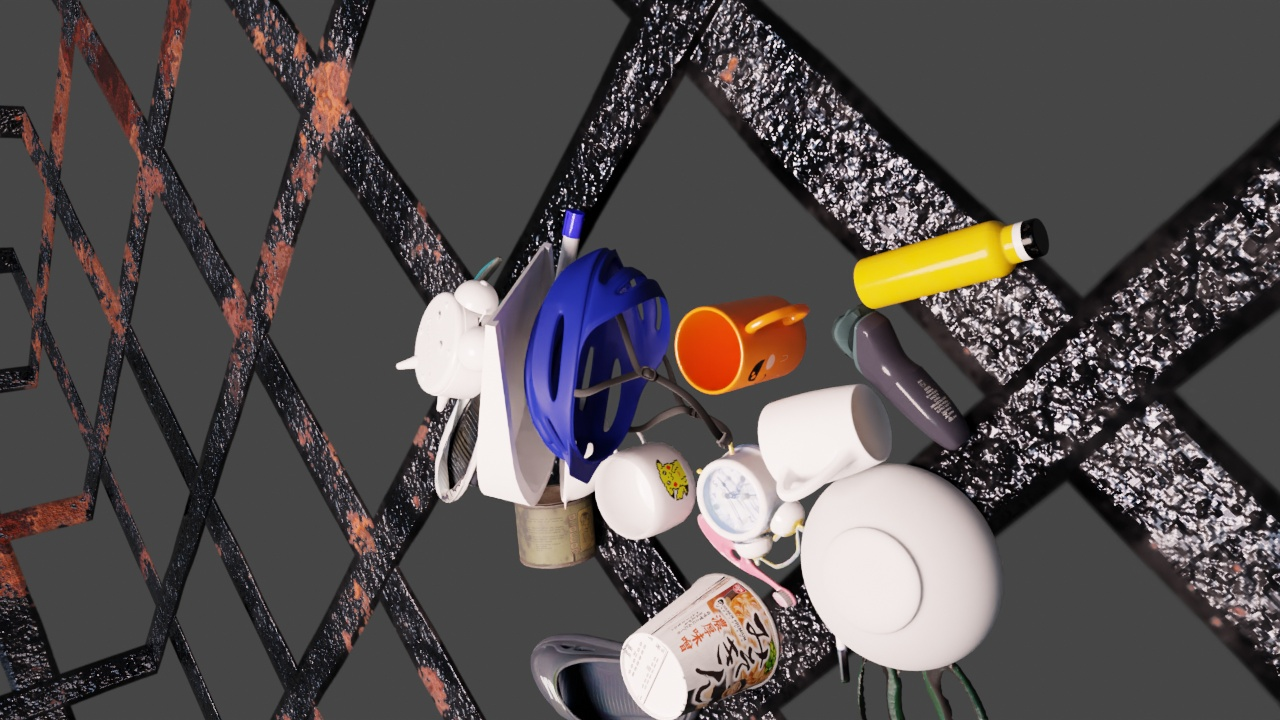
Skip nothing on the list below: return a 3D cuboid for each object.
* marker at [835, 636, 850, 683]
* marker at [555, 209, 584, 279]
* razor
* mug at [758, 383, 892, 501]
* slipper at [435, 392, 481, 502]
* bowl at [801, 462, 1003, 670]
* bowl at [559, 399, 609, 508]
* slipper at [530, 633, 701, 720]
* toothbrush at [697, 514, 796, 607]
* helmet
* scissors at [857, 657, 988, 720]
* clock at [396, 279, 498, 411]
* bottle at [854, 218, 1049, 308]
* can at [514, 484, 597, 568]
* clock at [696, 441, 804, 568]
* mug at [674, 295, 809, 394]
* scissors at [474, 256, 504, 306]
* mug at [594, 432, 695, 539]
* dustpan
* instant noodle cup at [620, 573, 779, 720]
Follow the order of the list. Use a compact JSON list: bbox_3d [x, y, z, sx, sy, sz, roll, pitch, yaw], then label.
[{"bbox_3d":[0.184,0.227,0.852,0.011,0.011,0.152,-1,99,44],"label":"marker"},{"bbox_3d":[-0.086,-0.100,1.033,0.020,0.020,0.142,32,120,35],"label":"marker"},{"bbox_3d":[0.215,0.014,0.754,0.143,0.047,0.052,50,153,21],"label":"razor"},{"bbox_3d":[0.154,0.074,0.778,0.088,0.114,0.081,-21,116,39],"label":"mug"},{"bbox_3d":[-0.185,0.065,1.134,0.111,0.063,0.264,42,115,53],"label":"slipper"},{"bbox_3d":[0.205,0.177,0.768,0.177,0.066,0.176,4,96,40],"label":"bowl"},{"bbox_3d":[-0.061,0.097,1.011,0.115,0.050,0.114,180,91,-82],"label":"bowl"},{"bbox_3d":[-0.050,0.387,1.065,0.269,0.083,0.110,-13,92,43],"label":"slipper"},{"bbox_3d":[0.103,0.200,0.920,0.135,0.016,0.022,40,122,31],"label":"toothbrush"},{"bbox_3d":[-0.005,0.006,0.897,0.228,0.147,0.241,9,75,27],"label":"helmet"},{"bbox_3d":[0.220,0.260,0.822,0.138,0.015,0.209,-32,75,45],"label":"scissors"},{"bbox_3d":[-0.227,-0.020,1.099,0.161,0.072,0.125,-35,55,45],"label":"clock"},{"bbox_3d":[0.238,-0.076,0.708,0.144,0.043,0.043,-15,89,45],"label":"bottle"},{"bbox_3d":[-0.098,0.189,1.060,0.090,0.089,0.074,3,100,44],"label":"can"},{"bbox_3d":[0.108,0.140,0.879,0.125,0.051,0.089,54,129,17],"label":"clock"},{"bbox_3d":[0.101,-0.023,0.815,0.113,0.095,0.077,-35,74,43],"label":"mug"},{"bbox_3d":[-0.202,-0.080,1.151,0.126,0.019,0.155,37,125,34],"label":"scissors"},{"bbox_3d":[0.002,0.125,0.964,0.095,0.067,0.115,-30,78,44],"label":"mug"},{"bbox_3d":[-0.116,0.033,0.981,0.053,0.191,0.258,13,122,5],"label":"dustpan"},{"bbox_3d":[0.053,0.291,0.914,0.124,0.121,0.124,12,107,42],"label":"instant noodle cup"}]
